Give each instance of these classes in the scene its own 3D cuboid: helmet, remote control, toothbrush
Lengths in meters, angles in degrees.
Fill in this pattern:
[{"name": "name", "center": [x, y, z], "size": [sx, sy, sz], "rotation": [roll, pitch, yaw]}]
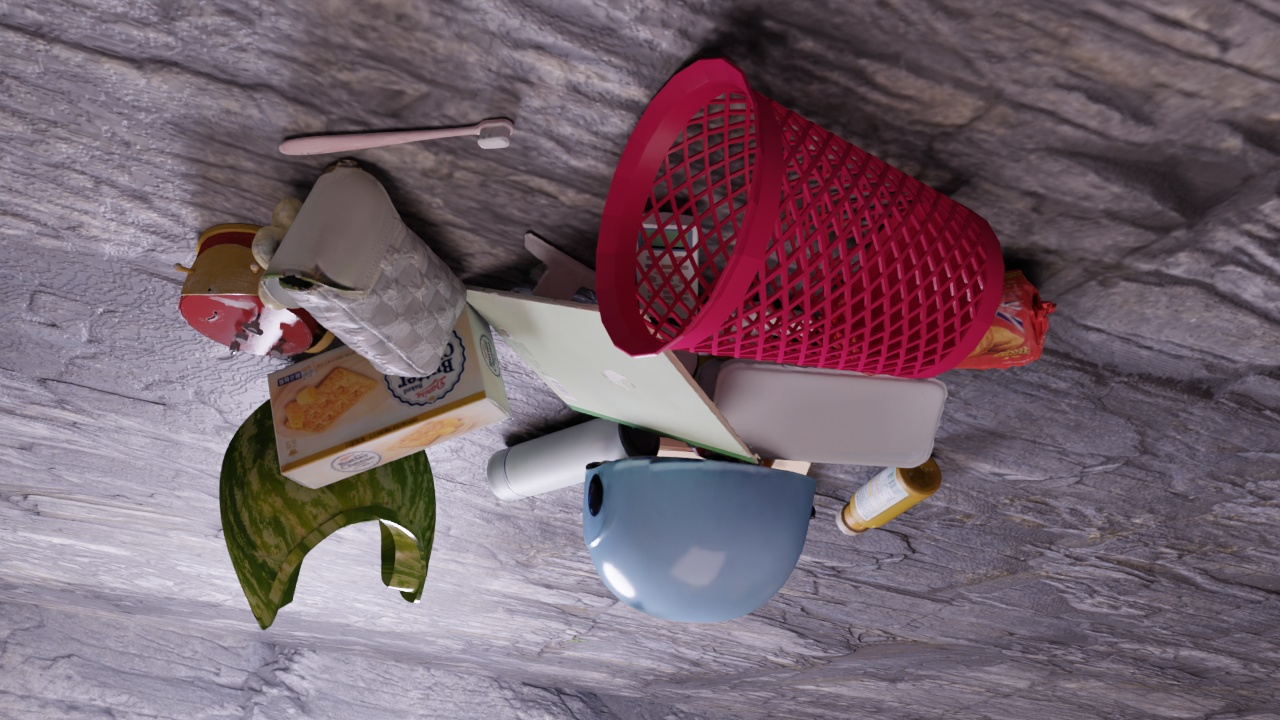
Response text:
[{"name": "helmet", "center": [0.056, 0.167, 0.888], "size": [0.225, 0.166, 0.266], "rotation": [6, 162, -13]}, {"name": "remote control", "center": [0.022, -0.077, 0.744], "size": [0.049, 0.024, 0.143], "rotation": [3, 153, 5]}, {"name": "toothbrush", "center": [-0.176, -0.155, 0.650], "size": [0.181, 0.018, 0.016], "rotation": [-1, 150, 13]}, {"name": "helmet", "center": [-0.336, 0.139, 0.985], "size": [0.212, 0.247, 0.244], "rotation": [-3, 124, -33]}]

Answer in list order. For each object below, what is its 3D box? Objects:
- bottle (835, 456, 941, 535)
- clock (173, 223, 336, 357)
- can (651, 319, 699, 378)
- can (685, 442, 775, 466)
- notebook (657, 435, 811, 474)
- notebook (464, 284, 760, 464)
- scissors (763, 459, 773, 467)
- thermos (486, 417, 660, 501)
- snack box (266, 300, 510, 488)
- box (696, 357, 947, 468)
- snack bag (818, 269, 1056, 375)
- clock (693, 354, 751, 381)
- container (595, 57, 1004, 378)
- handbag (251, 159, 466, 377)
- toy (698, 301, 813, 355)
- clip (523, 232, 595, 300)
[{"name": "bottle", "center": [0.292, 0.166, 1.103], "size": [0.053, 0.053, 0.187], "rotation": [11, 151, -9]}, {"name": "clock", "center": [-0.335, -0.043, 0.814], "size": [0.117, 0.081, 0.159], "rotation": [1, 151, 9]}, {"name": "can", "center": [-0.005, 0.005, 0.842], "size": [0.064, 0.064, 0.128], "rotation": [23, 159, -28]}, {"name": "can", "center": [0.099, 0.090, 1.000], "size": [0.096, 0.054, 0.054], "rotation": [23, 147, -29]}, {"name": "notebook", "center": [0.088, 0.141, 1.126], "size": [0.225, 0.024, 0.168], "rotation": [4, 150, 3]}, {"name": "notebook", "center": [-0.034, 0.008, 0.773], "size": [0.253, 0.010, 0.182], "rotation": [12, 148, 49]}, {"name": "scissors", "center": [0.134, 0.068, 0.953], "size": [0.125, 0.011, 0.129], "rotation": [-30, 127, 8]}, {"name": "thermos", "center": [-0.083, 0.111, 1.061], "size": [0.231, 0.067, 0.068], "rotation": [-19, 143, 39]}, {"name": "snack box", "center": [-0.232, 0.033, 0.843], "size": [0.208, 0.104, 0.057], "rotation": [-20, 156, 7]}, {"name": "box", "center": [0.153, 0.038, 0.840], "size": [0.216, 0.109, 0.108], "rotation": [6, 109, -8]}, {"name": "snack bag", "center": [0.239, -0.027, 0.742], "size": [0.177, 0.082, 0.082], "rotation": [-5, 149, 21]}, {"name": "clock", "center": [0.061, 0.029, 0.894], "size": [0.119, 0.057, 0.083], "rotation": [-3, 150, 15]}, {"name": "container", "center": [0.113, -0.070, 0.606], "size": [0.225, 0.183, 0.184], "rotation": [13, 151, -27]}, {"name": "handbag", "center": [-0.225, -0.061, 0.736], "size": [0.123, 0.112, 0.171], "rotation": [3, 153, 25]}, {"name": "toy", "center": [0.087, -0.028, 0.807], "size": [0.075, 0.037, 0.126], "rotation": [18, 159, -35]}, {"name": "clip", "center": [-0.071, -0.071, 0.781], "size": [0.101, 0.038, 0.054], "rotation": [29, 120, -34]}]
